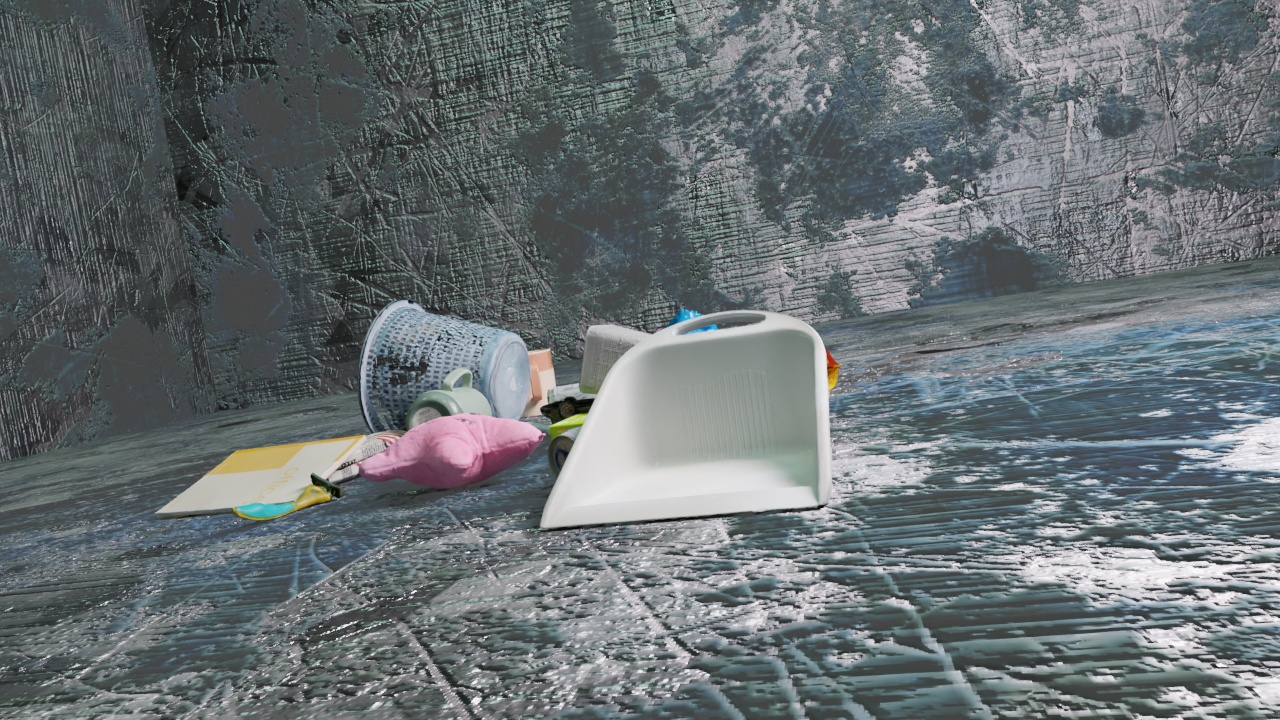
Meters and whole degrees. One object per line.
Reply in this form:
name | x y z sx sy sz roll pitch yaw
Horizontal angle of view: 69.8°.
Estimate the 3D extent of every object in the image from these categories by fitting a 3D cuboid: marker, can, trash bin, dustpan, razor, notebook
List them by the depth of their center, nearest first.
dustpan | 0.052 0.034 0.778 0.223 0.142 0.257 -8 2 18
can | -0.025 0.081 0.887 0.053 0.053 0.134 -6 5 43
razor | -0.368 0.146 0.946 0.043 0.028 0.132 26 14 19
notebook | -0.445 0.137 1.084 0.207 0.010 0.145 -8 23 22
marker | -0.142 0.094 1.278 0.016 0.017 0.146 -11 4 -27
can | -0.058 0.057 1.325 0.147 0.058 0.058 -9 4 1
trash bin | -0.282 0.025 1.387 0.195 0.226 0.226 5 8 17

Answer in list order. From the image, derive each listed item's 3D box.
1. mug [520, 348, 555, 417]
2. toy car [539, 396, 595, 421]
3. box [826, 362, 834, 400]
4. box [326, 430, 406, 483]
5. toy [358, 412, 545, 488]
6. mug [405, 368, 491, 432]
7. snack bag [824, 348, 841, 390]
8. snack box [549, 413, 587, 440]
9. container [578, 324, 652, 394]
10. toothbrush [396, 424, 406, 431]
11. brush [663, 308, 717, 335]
mug | -0.181 0.039 1.542 0.081 0.106 0.115 -10 4 -14
toy car | -0.060 0.068 1.262 0.158 0.042 0.070 -3 6 3
box | 0.154 0.035 1.124 0.183 0.060 0.090 -15 6 -39
box | -0.359 0.126 1.151 0.163 0.055 0.070 -20 -4 -43
toy | -0.176 0.090 0.962 0.179 0.074 0.194 -8 3 18
mug | -0.249 0.065 1.203 0.082 0.112 0.106 15 4 13
snack bag | 0.178 0.021 1.314 0.128 0.073 0.208 -6 -4 -38
snack box | -0.027 0.079 1.153 0.157 0.026 0.085 -7 4 21
container | -0.007 0.007 1.210 0.114 0.090 0.090 11 8 22
toothbrush | -0.332 0.102 1.244 0.188 0.014 0.017 -31 25 -21
brush | 0.075 0.006 1.160 0.110 0.060 0.314 -33 -20 18
